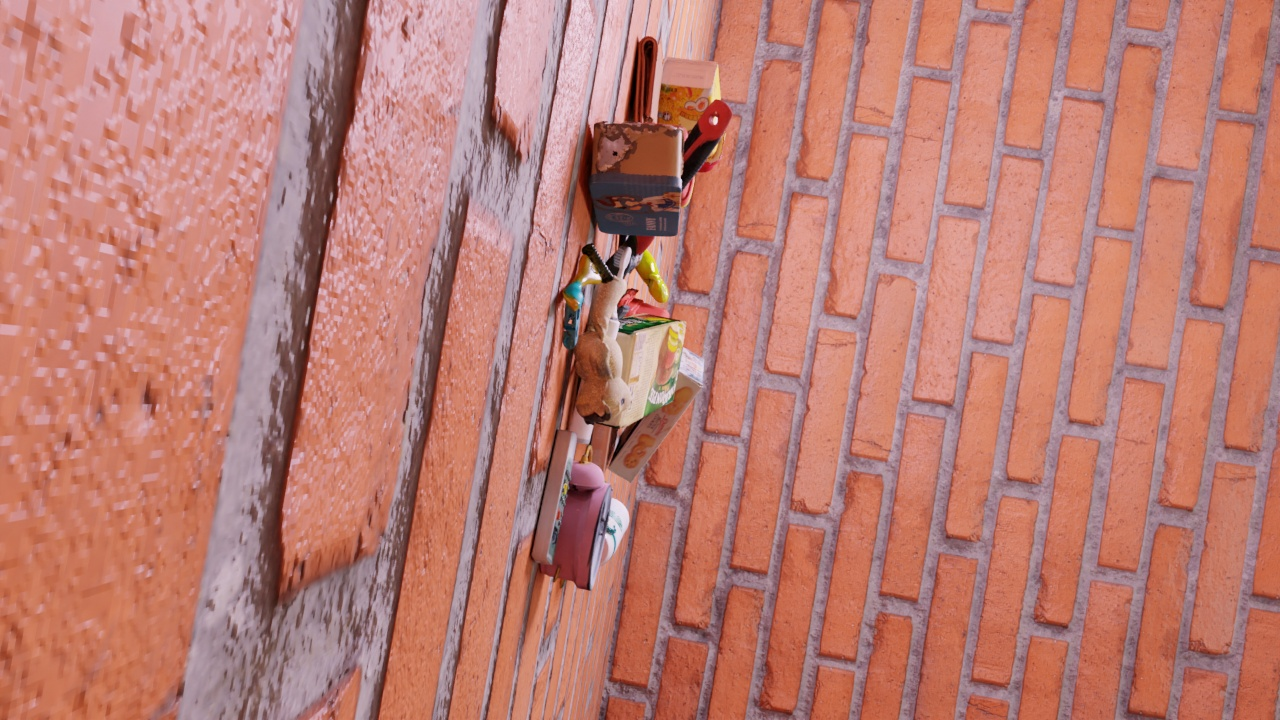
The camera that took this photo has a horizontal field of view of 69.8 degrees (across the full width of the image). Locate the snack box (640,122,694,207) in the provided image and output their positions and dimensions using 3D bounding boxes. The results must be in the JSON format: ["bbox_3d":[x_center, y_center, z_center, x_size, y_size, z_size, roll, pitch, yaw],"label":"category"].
[{"bbox_3d":[0.013,-0.219,1.031,0.080,0.091,0.081,85,14,-49],"label":"snack box"}]

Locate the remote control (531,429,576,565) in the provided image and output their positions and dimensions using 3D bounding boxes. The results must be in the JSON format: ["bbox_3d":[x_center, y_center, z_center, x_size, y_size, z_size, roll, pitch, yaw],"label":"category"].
[{"bbox_3d":[-0.086,0.138,0.934,0.056,0.019,0.135,89,11,-71],"label":"remote control"}]

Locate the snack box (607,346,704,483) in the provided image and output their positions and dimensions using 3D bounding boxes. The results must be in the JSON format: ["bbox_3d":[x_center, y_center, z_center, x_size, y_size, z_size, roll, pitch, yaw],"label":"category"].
[{"bbox_3d":[0.026,0.077,1.371,0.178,0.046,0.182,-55,-177,13],"label":"snack box"}]

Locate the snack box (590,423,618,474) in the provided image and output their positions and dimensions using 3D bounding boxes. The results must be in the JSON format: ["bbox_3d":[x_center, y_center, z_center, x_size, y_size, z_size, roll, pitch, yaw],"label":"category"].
[{"bbox_3d":[-0.052,0.113,1.354,0.157,0.026,0.084,-51,151,-83],"label":"snack box"}]

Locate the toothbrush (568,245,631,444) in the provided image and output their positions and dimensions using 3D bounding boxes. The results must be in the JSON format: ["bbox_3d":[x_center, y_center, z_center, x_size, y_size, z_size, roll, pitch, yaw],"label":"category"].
[{"bbox_3d":[-0.042,-0.017,1.004,0.026,0.026,0.221,6,100,-57],"label":"toothbrush"}]

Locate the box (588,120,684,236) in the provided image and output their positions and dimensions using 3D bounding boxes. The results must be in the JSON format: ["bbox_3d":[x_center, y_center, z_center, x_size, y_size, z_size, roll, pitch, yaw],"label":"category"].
[{"bbox_3d":[-0.002,-0.170,0.896,0.184,0.090,0.063,72,21,-79],"label":"box"}]

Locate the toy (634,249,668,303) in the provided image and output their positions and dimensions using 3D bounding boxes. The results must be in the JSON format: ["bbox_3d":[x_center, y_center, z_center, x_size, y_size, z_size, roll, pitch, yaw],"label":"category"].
[{"bbox_3d":[0.012,-0.132,1.364,0.100,0.031,0.096,63,-3,-8],"label":"toy"}]

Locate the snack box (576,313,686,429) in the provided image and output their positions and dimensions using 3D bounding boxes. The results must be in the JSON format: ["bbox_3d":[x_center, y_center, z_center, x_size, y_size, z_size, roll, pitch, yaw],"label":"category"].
[{"bbox_3d":[-0.007,0.007,1.137,0.239,0.063,0.114,-21,122,-72],"label":"snack box"}]

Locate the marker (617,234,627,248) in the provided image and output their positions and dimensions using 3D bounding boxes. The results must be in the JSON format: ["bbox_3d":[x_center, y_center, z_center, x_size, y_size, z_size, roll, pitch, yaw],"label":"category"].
[{"bbox_3d":[-0.024,-0.162,1.194,0.124,0.015,0.018,99,4,-50],"label":"marker"}]

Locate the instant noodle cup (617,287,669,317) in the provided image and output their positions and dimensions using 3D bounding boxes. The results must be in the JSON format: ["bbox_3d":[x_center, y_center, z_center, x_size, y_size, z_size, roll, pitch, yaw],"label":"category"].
[{"bbox_3d":[-0.007,-0.015,1.332,0.188,0.079,0.165,-61,160,-76],"label":"instant noodle cup"}]

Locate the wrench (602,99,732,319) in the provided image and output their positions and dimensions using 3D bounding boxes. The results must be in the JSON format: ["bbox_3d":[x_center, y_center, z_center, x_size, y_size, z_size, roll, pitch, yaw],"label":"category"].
[{"bbox_3d":[0.020,-0.160,0.998,0.016,0.056,0.274,-4,132,-51],"label":"wrench"}]

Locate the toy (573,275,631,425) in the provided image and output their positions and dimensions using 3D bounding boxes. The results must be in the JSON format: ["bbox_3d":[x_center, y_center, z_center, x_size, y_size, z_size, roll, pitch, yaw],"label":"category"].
[{"bbox_3d":[-0.037,-0.012,0.950,0.105,0.066,0.157,157,-61,-68],"label":"toy"}]

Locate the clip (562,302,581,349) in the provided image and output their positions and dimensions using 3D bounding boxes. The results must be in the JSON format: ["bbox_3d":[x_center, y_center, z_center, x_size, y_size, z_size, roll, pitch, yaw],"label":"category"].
[{"bbox_3d":[-0.065,-0.037,0.864,0.034,0.013,0.055,-71,170,-64],"label":"clip"}]

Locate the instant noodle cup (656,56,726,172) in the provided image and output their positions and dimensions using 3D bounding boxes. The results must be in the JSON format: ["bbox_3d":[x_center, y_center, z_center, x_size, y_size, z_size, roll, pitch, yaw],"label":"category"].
[{"bbox_3d":[0.062,-0.340,1.261,0.124,0.116,0.115,93,7,-46],"label":"instant noodle cup"}]

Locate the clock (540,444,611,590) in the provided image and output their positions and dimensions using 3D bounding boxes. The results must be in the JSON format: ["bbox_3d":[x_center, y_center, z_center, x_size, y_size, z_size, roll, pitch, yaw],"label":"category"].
[{"bbox_3d":[-0.067,0.171,1.012,0.117,0.060,0.158,86,16,-71],"label":"clock"}]

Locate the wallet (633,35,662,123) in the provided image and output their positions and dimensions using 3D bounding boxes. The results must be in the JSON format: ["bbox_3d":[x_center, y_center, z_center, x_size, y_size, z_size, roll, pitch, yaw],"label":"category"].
[{"bbox_3d":[0.010,-0.329,1.133,0.131,0.031,0.108,-50,145,-83],"label":"wallet"}]

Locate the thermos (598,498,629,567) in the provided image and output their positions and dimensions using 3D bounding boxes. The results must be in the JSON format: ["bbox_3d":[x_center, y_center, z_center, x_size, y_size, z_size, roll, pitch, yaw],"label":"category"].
[{"bbox_3d":[-0.056,0.241,1.295,0.224,0.073,0.073,6,94,-86],"label":"thermos"}]

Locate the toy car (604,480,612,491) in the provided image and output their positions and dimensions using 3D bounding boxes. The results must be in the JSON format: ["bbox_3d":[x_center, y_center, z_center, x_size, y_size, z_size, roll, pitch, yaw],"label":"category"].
[{"bbox_3d":[-0.061,0.183,1.261,0.091,0.043,0.036,88,12,-75],"label":"toy car"}]

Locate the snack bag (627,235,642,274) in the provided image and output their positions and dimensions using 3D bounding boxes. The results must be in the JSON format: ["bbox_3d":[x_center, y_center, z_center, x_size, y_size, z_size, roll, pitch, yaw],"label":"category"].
[{"bbox_3d":[-0.008,-0.172,1.291,0.104,0.026,0.048,94,-2,-49],"label":"snack bag"}]

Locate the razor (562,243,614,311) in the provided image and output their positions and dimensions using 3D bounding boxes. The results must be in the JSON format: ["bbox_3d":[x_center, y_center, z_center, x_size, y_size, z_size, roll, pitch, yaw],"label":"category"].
[{"bbox_3d":[-0.053,-0.069,0.839,0.043,0.028,0.132,61,16,-17],"label":"razor"}]
